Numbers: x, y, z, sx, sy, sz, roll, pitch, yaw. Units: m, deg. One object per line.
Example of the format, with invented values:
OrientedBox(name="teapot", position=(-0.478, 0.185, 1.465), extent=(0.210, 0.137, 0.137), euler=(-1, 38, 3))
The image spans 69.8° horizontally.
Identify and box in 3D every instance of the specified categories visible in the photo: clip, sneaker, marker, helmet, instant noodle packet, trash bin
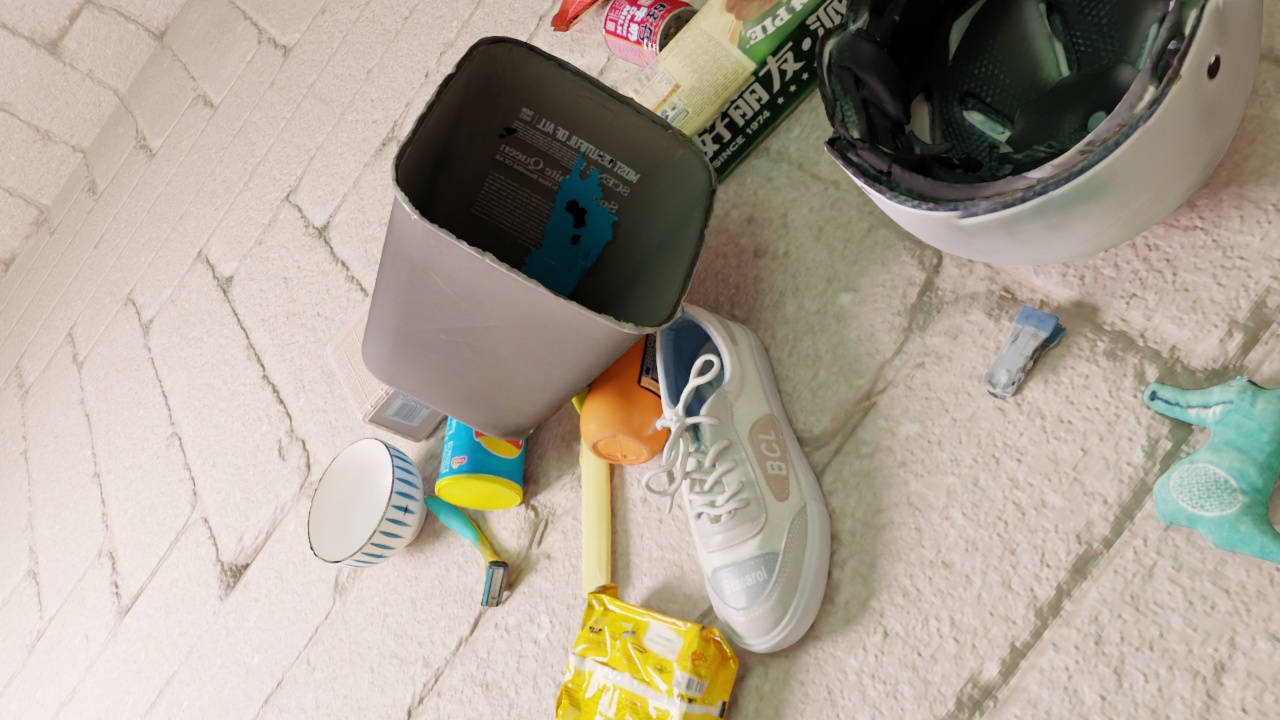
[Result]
OrientedBox(name="clip", position=(0.221, -0.004, 0.536), extent=(0.026, 0.037, 0.058), euler=(37, 94, 44))
OrientedBox(name="sneaker", position=(0.054, 0.063, 0.595), extent=(0.090, 0.090, 0.241), euler=(-29, 51, 28))
OrientedBox(name="marker", position=(-0.061, 0.007, 0.785), extent=(0.018, 0.015, 0.124), euler=(-44, 42, 12))
OrientedBox(name="helmet", position=(0.230, -0.162, 0.520), extent=(0.231, 0.157, 0.273), euler=(-20, 45, 35))
OrientedBox(name="instant noodle packet", position=(0.003, 0.212, 0.591), extent=(0.129, 0.044, 0.110), euler=(7, 79, 47))
OrientedBox(name="trash bin", position=(-0.088, -0.070, 0.668), extent=(0.220, 0.199, 0.198), euler=(-48, 17, 50))

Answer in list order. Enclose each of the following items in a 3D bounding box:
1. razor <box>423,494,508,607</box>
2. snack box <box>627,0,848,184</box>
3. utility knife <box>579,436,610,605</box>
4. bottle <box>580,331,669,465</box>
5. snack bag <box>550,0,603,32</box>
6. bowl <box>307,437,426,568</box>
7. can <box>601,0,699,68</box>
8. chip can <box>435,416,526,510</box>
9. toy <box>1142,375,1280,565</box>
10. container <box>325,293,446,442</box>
OrientedBox(name="razor", position=(-0.147, 0.150, 0.769), extent=(0.132, 0.028, 0.043), euler=(36, 124, 44))
OrientedBox(name="snack box", position=(0.106, -0.270, 0.755), extent=(0.240, 0.063, 0.114), euler=(-44, 46, 13))
OrientedBox(name="utility knife", position=(-0.036, 0.123, 0.693), extent=(0.031, 0.019, 0.182), euler=(-27, 45, 33))
OrientedBox(name="bottle", position=(-0.004, 0.004, 0.705), extent=(0.067, 0.066, 0.149), euler=(-15, 50, 35))
OrientedBox(name="snack bag", position=(-0.012, -0.435, 0.956), extent=(0.208, 0.073, 0.128), euler=(-25, 48, 36))
OrientedBox(name="bowl", position=(-0.238, 0.134, 0.832), extent=(0.117, 0.066, 0.116), euler=(-20, 56, 32))
OrientedBox(name="can", position=(0.015, -0.303, 0.851), extent=(0.066, 0.066, 0.094), euler=(-54, 44, 4))
OrientedBox(name="chip can", position=(-0.126, 0.019, 0.794), extent=(0.071, 0.071, 0.209), euler=(-18, 56, 34))
OrientedBox(name="toy", position=(0.285, 0.045, 0.448), extent=(0.092, 0.030, 0.096), euler=(-56, 36, -6))
OrientedBox(name="container", position=(-0.232, 0.009, 0.882), extent=(0.090, 0.090, 0.111), euler=(-46, 48, 11))
